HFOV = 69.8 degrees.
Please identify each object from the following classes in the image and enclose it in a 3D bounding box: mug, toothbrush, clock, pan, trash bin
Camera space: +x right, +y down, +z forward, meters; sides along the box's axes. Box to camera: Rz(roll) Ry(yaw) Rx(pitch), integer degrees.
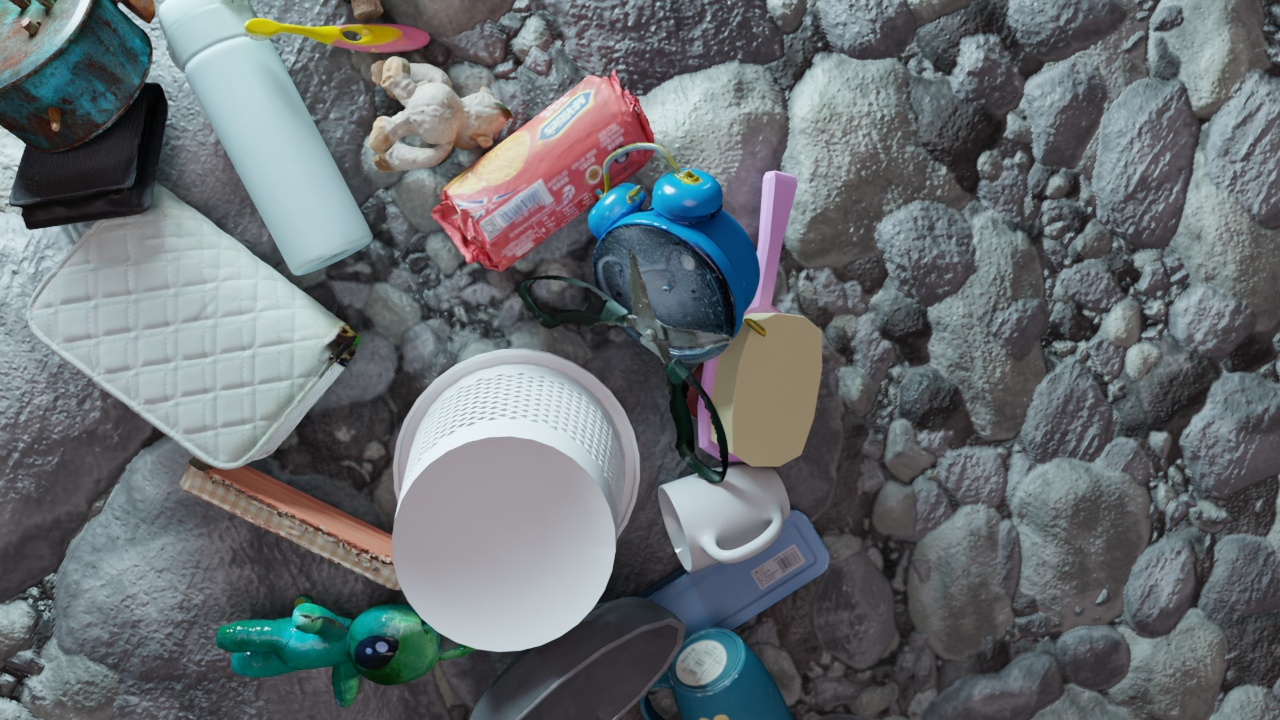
[{"bbox_3d":[0.054,0.271,0.725,0.112,0.084,0.104,-13,120,20],"label":"mug"},{"bbox_3d":[-0.215,-0.234,0.658,0.135,0.016,0.021,-11,87,-37],"label":"toothbrush"},{"bbox_3d":[0.022,-0.075,0.647,0.060,0.117,0.161,-44,120,-38],"label":"clock"},{"bbox_3d":[-0.090,0.297,0.687,0.041,0.178,0.358,47,122,28],"label":"pan"},{"bbox_3d":[0.073,0.123,0.708,0.089,0.107,0.071,-18,108,-11],"label":"mug"},{"bbox_3d":[-0.090,0.099,0.643,0.195,0.199,0.195,-1,97,-5],"label":"trash bin"},{"bbox_3d":[-0.396,-0.224,0.621,0.121,0.073,0.157,5,67,21],"label":"clock"}]

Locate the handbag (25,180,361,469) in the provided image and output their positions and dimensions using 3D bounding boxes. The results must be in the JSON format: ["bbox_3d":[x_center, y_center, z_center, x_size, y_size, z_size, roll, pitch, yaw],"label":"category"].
[{"bbox_3d":[-0.323,-0.022,0.676,0.195,0.072,0.138,40,83,-8],"label":"handbag"}]

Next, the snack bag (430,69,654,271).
[{"bbox_3d":[-0.069,-0.136,0.682,0.176,0.082,0.082,-36,98,0],"label":"snack bag"}]

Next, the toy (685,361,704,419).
[{"bbox_3d":[0.055,-0.011,0.728,0.049,0.030,0.112,-3,96,-30],"label":"toy"}]

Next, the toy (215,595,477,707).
[{"bbox_3d":[-0.227,0.217,0.716,0.193,0.072,0.131,-1,135,-2],"label":"toy"}]

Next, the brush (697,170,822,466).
[{"bbox_3d":[0.100,-0.030,0.707,0.089,0.043,0.229,4,97,-33],"label":"brush"}]

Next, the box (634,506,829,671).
[{"bbox_3d":[0.056,0.195,0.761,0.209,0.037,0.066,-31,92,-3],"label":"box"}]

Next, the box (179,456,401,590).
[{"bbox_3d":[-0.256,0.121,0.700,0.187,0.085,0.048,28,87,-6],"label":"box"}]

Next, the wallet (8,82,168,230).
[{"bbox_3d":[-0.388,-0.149,0.647,0.089,0.026,0.114,-9,60,0],"label":"wallet"}]

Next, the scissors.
[{"bbox_3d":[-0.004,0.004,0.683,0.015,0.202,0.202,-41,125,-35],"label":"scissors"}]

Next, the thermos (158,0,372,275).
[{"bbox_3d":[-0.271,-0.167,0.664,0.078,0.065,0.207,-22,99,27],"label":"thermos"}]

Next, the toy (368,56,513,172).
[{"bbox_3d":[-0.148,-0.186,0.679,0.106,0.074,0.085,-1,84,-9],"label":"toy"}]

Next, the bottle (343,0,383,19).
[{"bbox_3d":[-0.213,-0.312,0.653,0.061,0.061,0.131,-15,98,-1],"label":"bottle"}]
